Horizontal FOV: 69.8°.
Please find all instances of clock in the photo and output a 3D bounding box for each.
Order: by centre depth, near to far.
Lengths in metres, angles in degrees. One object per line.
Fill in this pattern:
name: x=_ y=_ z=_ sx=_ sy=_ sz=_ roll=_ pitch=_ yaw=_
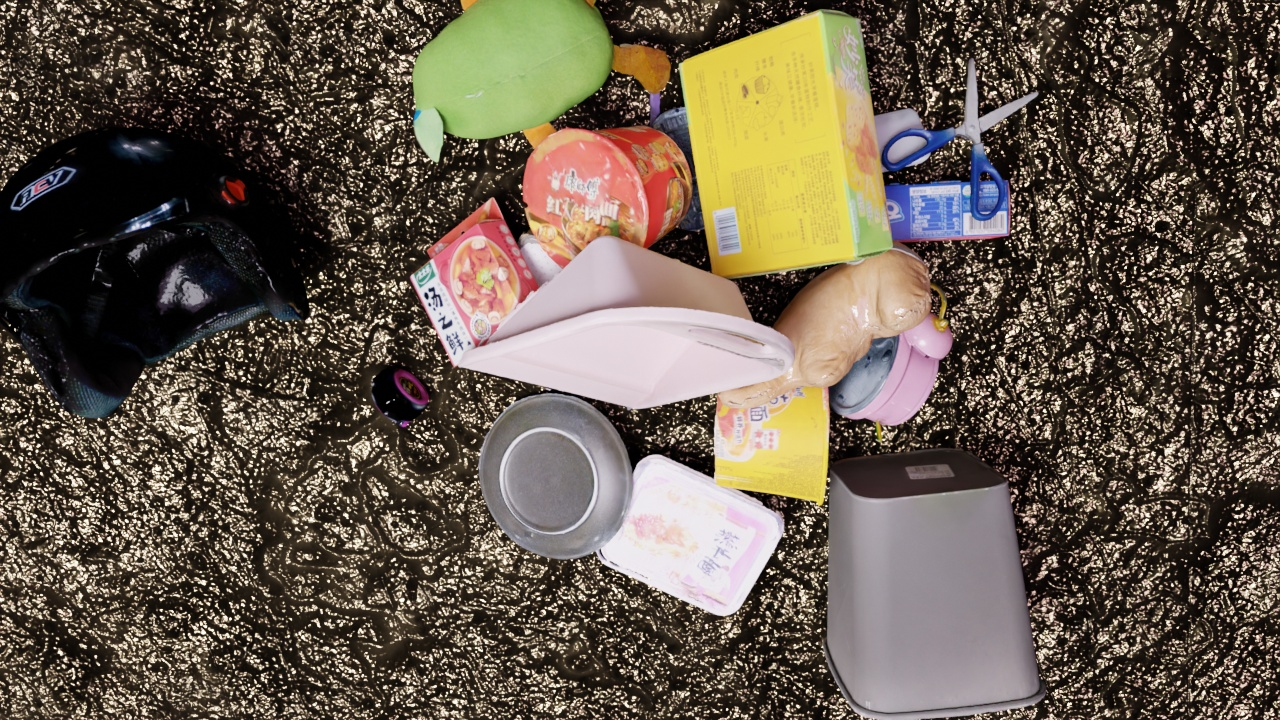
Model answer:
clock: x=0.253 y=-0.007 z=0.918 sx=0.059 sy=0.117 sz=0.159 roll=21 pitch=107 yaw=-16

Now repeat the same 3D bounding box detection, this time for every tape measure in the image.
tape measure: x=-0.252 y=0.038 z=0.957 sx=0.039 sy=0.057 sz=0.058 roll=-41 pitch=144 yaw=13

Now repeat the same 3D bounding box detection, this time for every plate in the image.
plate: x=-0.094 y=0.125 z=0.967 sx=0.180 sy=0.024 sz=0.179 roll=2 pitch=97 yaw=18

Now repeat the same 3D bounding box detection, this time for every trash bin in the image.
trash bin: x=0.291 y=0.218 z=0.947 sx=0.198 sy=0.199 sz=0.220 roll=-5 pitch=98 yaw=0

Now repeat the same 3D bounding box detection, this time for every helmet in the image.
helmet: x=-0.444 y=-0.095 z=0.816 sx=0.233 sy=0.275 sz=0.230 roll=-28 pitch=77 yaw=-2

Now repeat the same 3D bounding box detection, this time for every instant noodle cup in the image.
instant noodle cup: x=-0.025 y=-0.158 z=0.858 sx=0.138 sy=0.108 sz=0.138 roll=16 pitch=120 yaw=29
instant noodle cup: x=0.132 y=0.075 z=0.935 sx=0.110 sy=0.137 sz=0.138 roll=2 pitch=105 yaw=8
instant noodle cup: x=0.052 y=0.181 z=0.996 sx=0.173 sy=0.060 sz=0.138 roll=25 pitch=104 yaw=-8

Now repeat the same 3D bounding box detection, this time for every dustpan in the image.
dustpan: x=-0.005 y=0.005 z=0.815 sx=0.222 sy=0.138 sz=0.274 roll=13 pitch=135 yaw=-34

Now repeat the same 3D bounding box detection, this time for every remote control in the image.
remote control: x=0.214 y=-0.205 z=0.886 sx=0.135 sy=0.020 sz=0.056 roll=-16 pitch=84 yaw=-15

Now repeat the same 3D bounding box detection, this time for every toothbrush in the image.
toothbrush: x=0.012 y=-0.199 z=0.918 sx=0.014 sy=0.017 sz=0.189 roll=-1 pitch=103 yaw=-12

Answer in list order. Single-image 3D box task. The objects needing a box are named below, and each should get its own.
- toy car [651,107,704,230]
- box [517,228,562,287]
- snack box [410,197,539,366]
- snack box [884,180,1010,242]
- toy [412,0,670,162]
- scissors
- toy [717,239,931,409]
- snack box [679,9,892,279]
toy car: x=0.047 y=-0.188 z=0.904 sx=0.054 sy=0.037 sz=0.121 roll=-20 pitch=105 yaw=-9
box: x=-0.041 y=-0.071 z=0.929 sx=0.184 sy=0.059 sz=0.090 roll=17 pitch=106 yaw=-7
snack box: x=-0.162 y=-0.075 z=0.892 sx=0.113 sy=0.044 sz=0.127 roll=-30 pitch=86 yaw=36
snack box: x=0.251 y=-0.143 z=0.905 sx=0.207 sy=0.058 sz=0.057 roll=-3 pitch=95 yaw=0
toy: x=-0.107 y=-0.282 z=0.854 sx=0.247 sy=0.089 sz=0.227 roll=-20 pitch=118 yaw=9
scissors: x=0.310 y=-0.210 z=0.875 sx=0.176 sy=0.012 sz=0.162 roll=-16 pitch=76 yaw=-4
toy: x=0.174 y=-0.027 z=0.878 sx=0.226 sy=0.143 sz=0.082 roll=-38 pitch=105 yaw=21
snack box: x=0.130 y=-0.187 z=0.833 sx=0.158 sy=0.069 sz=0.210 roll=-5 pitch=97 yaw=42
